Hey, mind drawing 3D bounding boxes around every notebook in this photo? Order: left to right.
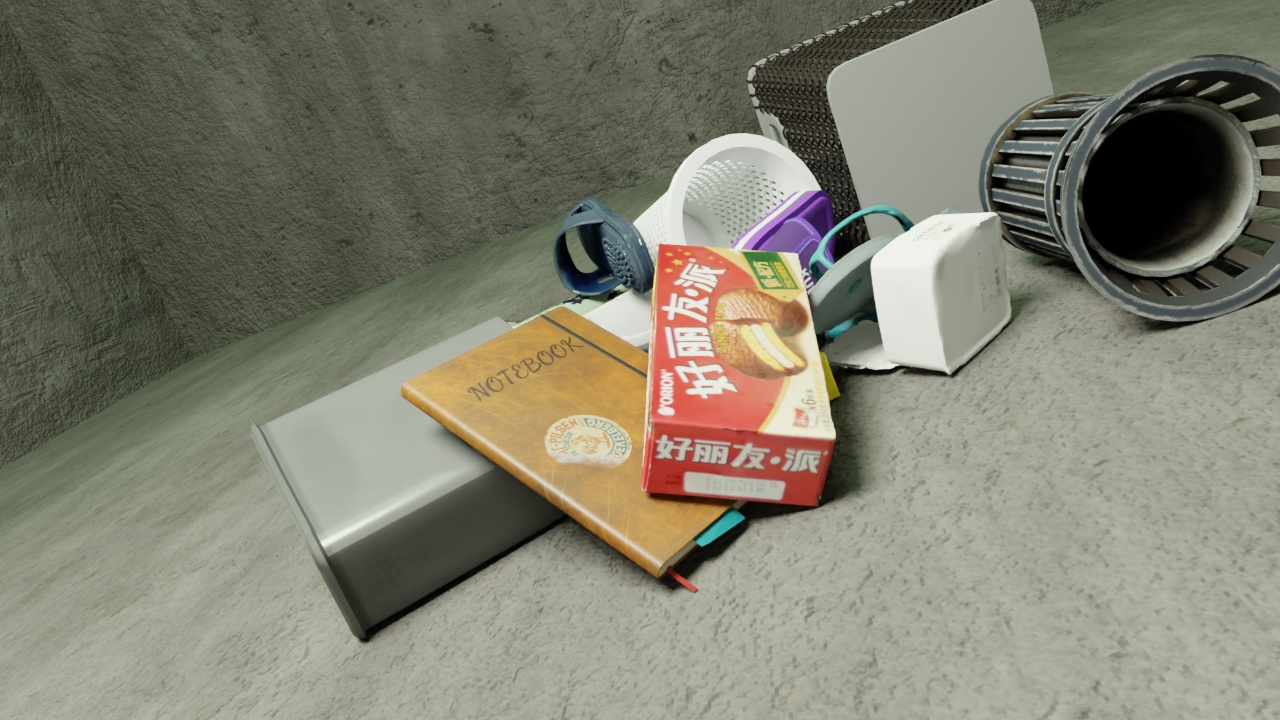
[{"bbox_3d":[-0.016,0.042,0.639,0.249,0.014,0.178,30,41,29],"label":"notebook"}]

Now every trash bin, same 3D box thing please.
[{"bbox_3d":[-0.161,0.076,0.715,0.219,0.098,0.192,-27,38,-22],"label":"trash bin"},{"bbox_3d":[0.079,-0.134,1.053,0.195,0.195,0.200,-29,7,-23],"label":"trash bin"},{"bbox_3d":[0.356,-0.133,0.688,0.164,0.164,0.227,-20,12,8],"label":"trash bin"}]

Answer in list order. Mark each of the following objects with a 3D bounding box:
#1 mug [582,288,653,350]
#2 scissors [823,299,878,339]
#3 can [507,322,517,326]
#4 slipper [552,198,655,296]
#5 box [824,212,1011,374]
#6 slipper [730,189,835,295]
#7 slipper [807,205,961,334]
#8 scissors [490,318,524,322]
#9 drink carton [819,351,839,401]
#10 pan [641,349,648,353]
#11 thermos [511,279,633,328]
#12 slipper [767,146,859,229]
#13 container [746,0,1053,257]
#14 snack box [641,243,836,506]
[{"bbox_3d":[-0.005,-0.034,1.002,0.089,0.073,0.105,-31,18,-28],"label":"mug"},{"bbox_3d":[0.229,-0.043,0.815,0.124,0.019,0.156,-26,15,-9],"label":"scissors"},{"bbox_3d":[-0.191,0.013,1.104,0.128,0.073,0.127,-21,15,6],"label":"can"},{"bbox_3d":[-0.057,-0.121,1.042,0.082,0.101,0.263,-24,19,-10],"label":"slipper"},{"bbox_3d":[0.206,-0.044,0.729,0.108,0.128,0.137,-31,27,-33],"label":"box"},{"bbox_3d":[0.154,-0.082,0.863,0.084,0.107,0.265,3,34,32],"label":"slipper"},{"bbox_3d":[0.196,-0.087,0.795,0.268,0.055,0.098,-24,-30,-48],"label":"slipper"},{"bbox_3d":[-0.100,-0.048,1.189,0.162,0.012,0.158,5,3,25],"label":"scissors"},{"bbox_3d":[0.080,0.035,0.713,0.134,0.043,0.058,-27,17,-15],"label":"drink carton"},{"bbox_3d":[-0.005,0.005,0.871,0.355,0.021,0.199,-32,30,-19],"label":"pan"},{"bbox_3d":[-0.096,-0.021,1.058,0.082,0.082,0.230,-7,18,43],"label":"thermos"},{"bbox_3d":[0.299,-0.239,1.253,0.253,0.105,0.095,-34,-28,8],"label":"slipper"},{"bbox_3d":[0.295,-0.257,1.027,0.245,0.247,0.243,-23,19,-1],"label":"container"},{"bbox_3d":[0.062,-0.002,0.645,0.113,0.060,0.235,5,34,0],"label":"snack box"}]
